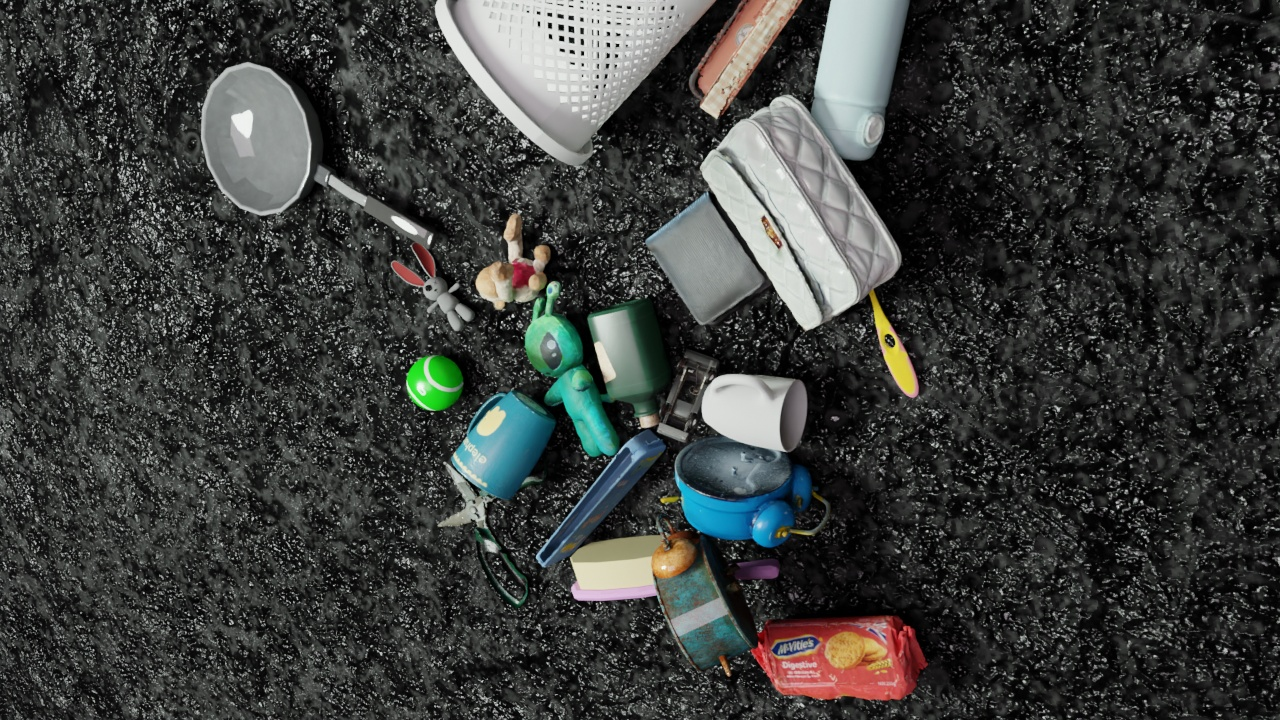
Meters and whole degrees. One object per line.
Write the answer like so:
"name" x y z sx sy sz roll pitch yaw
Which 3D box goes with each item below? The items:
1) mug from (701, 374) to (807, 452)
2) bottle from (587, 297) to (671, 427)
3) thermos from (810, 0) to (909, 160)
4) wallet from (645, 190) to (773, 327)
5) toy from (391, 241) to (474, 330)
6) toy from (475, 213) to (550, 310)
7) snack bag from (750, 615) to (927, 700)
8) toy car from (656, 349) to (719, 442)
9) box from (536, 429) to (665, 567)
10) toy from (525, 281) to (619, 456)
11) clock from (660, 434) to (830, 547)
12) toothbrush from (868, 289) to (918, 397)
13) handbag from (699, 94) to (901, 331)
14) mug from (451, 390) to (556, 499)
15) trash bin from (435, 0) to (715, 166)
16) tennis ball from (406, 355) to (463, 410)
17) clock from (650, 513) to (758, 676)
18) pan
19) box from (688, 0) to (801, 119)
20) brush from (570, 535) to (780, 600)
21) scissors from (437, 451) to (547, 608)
"mug" 0.103 0.040 0.898 0.089 0.107 0.071 8 65 31
"bottle" -0.006 0.006 0.961 0.061 0.061 0.131 -12 98 25
"thermos" 0.191 -0.279 0.786 0.078 0.065 0.207 34 121 53
"wallet" 0.067 -0.098 0.918 0.089 0.026 0.115 -37 86 30
"toy" -0.238 -0.084 1.068 0.049 0.030 0.111 -42 86 0
"toy" -0.145 -0.098 1.004 0.106 0.074 0.085 -37 44 50
"snack bag" 0.199 0.303 0.935 0.177 0.082 0.082 -12 98 29
"toy car" 0.050 0.038 0.951 0.040 0.037 0.092 20 86 21
"box" -0.044 0.160 1.020 0.037 0.065 0.210 44 117 13
"toy" -0.073 0.013 0.994 0.193 0.072 0.131 65 154 -3
"clock" 0.108 0.131 0.911 0.162 0.116 0.060 15 120 26
"toothbrush" 0.232 -0.027 0.863 0.021 0.016 0.135 -22 93 27
"handbag" 0.135 -0.127 0.828 0.195 0.072 0.139 57 161 3
"mug" -0.157 0.084 1.045 0.104 0.084 0.112 -53 43 4
"trash bin" -0.045 -0.318 0.835 0.200 0.195 0.195 -37 86 19
"tennis ball" -0.241 0.026 1.079 0.065 0.065 0.065 7 106 24
"clock" 0.060 0.218 0.897 0.073 0.121 0.157 -28 84 7
"pan" -0.380 -0.224 1.092 0.357 0.041 0.179 31 115 15
"box" 0.110 -0.309 0.831 0.048 0.085 0.187 28 117 -19
"brush" 0.035 0.220 0.994 0.229 0.089 0.043 -8 95 15
"scissors" -0.163 0.193 1.116 0.202 0.015 0.201 -33 90 29
